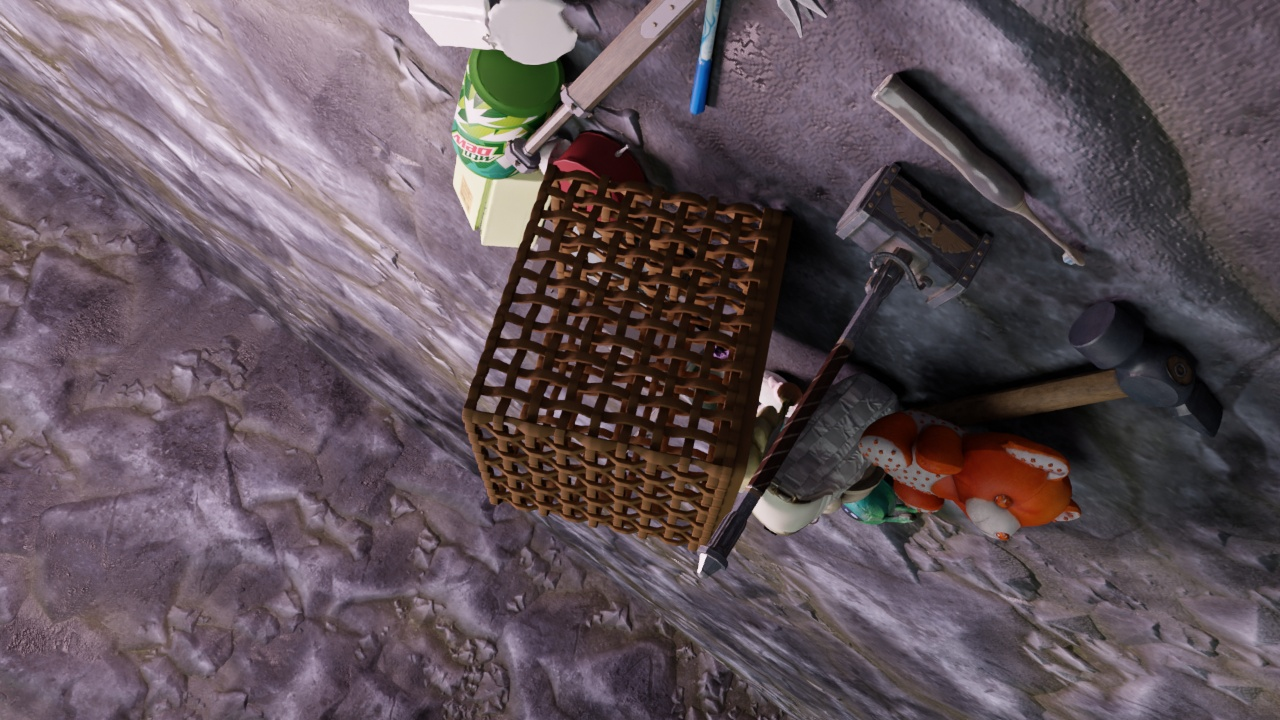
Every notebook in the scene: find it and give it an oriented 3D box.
[{"bbox_3d":[-0.028,-0.070,1.110,0.231,0.019,0.169,36,158,-1],"label":"notebook"}]

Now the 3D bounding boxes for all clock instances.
[{"bbox_3d":[0.209,0.125,0.993,0.093,0.140,0.055,30,148,16],"label":"clock"},{"bbox_3d":[-0.048,-0.175,0.881,0.125,0.044,0.087,15,151,43],"label":"clock"}]

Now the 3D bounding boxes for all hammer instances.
[{"bbox_3d":[0.126,0.011,0.622,0.098,0.321,0.044,37,159,-2],"label":"hammer"},{"bbox_3d":[-0.021,-0.220,0.669,0.147,0.028,0.318,43,143,-15],"label":"hammer"},{"bbox_3d":[0.321,0.036,0.783,0.129,0.040,0.322,35,160,-10],"label":"hammer"}]

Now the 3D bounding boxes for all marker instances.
[{"bbox_3d":[0.048,-0.229,0.666,0.013,0.013,0.142,32,159,11],"label":"marker"}]

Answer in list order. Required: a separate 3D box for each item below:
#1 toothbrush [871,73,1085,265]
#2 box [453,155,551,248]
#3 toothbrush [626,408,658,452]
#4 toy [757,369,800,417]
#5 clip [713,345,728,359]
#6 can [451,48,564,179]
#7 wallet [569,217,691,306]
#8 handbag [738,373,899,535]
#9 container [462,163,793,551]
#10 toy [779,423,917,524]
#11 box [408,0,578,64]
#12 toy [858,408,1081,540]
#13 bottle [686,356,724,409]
[{"bbox_3d":[0.229,-0.122,0.606,0.185,0.022,0.024,38,162,-8],"label":"toothbrush"},{"bbox_3d":[-0.161,-0.186,1.018,0.133,0.061,0.188,40,160,-4],"label":"box"},{"bbox_3d":[0.018,0.066,1.099,0.010,0.181,0.010,37,163,12],"label":"toothbrush"},{"bbox_3d":[0.151,0.038,1.035,0.076,0.037,0.126,43,165,-5],"label":"toy"},{"bbox_3d":[0.086,-0.013,1.065,0.051,0.014,0.045,7,145,48],"label":"clip"},{"bbox_3d":[-0.124,-0.227,0.834,0.083,0.083,0.144,38,159,-6],"label":"can"},{"bbox_3d":[-0.012,-0.105,0.973,0.131,0.054,0.100,29,159,5],"label":"wallet"},{"bbox_3d":[0.170,0.080,0.919,0.123,0.171,0.113,40,161,20],"label":"handbag"},{"bbox_3d":[-0.005,0.005,0.822,0.214,0.251,0.220,12,153,4],"label":"container"},{"bbox_3d":[0.238,0.133,1.073,0.193,0.072,0.130,35,-162,11],"label":"toy"},{"bbox_3d":[-0.109,-0.273,0.708,0.160,0.091,0.081,17,161,35],"label":"box"},{"bbox_3d":[0.290,0.104,0.811,0.173,0.092,0.164,11,156,39],"label":"toy"},{"bbox_3d":[0.085,0.042,1.122,0.055,0.055,0.174,31,170,12],"label":"bottle"}]
